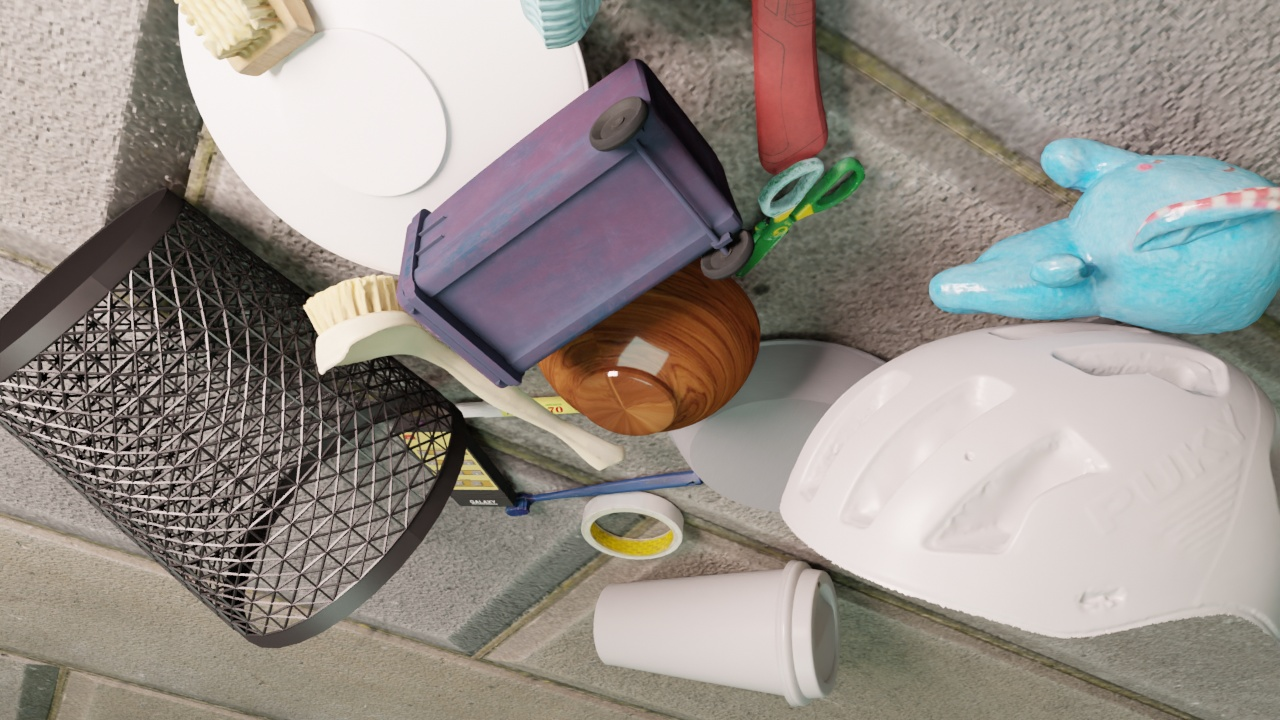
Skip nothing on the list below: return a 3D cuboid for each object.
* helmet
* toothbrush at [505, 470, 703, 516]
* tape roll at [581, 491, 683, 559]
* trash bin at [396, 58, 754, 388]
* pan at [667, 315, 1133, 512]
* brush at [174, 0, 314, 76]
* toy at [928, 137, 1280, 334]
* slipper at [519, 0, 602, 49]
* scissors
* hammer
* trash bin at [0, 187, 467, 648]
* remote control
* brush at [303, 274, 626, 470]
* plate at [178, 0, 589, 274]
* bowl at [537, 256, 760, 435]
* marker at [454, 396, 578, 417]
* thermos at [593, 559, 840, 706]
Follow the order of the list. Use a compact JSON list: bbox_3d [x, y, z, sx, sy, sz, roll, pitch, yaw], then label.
[{"bbox_3d":[0.222,0.072,0.534,0.282,0.224,0.184,-10,96,-2],"label":"helmet"},{"bbox_3d":[-0.035,0.118,0.812,0.190,0.017,0.016,-11,137,19],"label":"toothbrush"},{"bbox_3d":[-0.007,0.153,0.847,0.094,0.019,0.094,4,140,3],"label":"tape roll"},{"bbox_3d":[-0.040,-0.064,0.464,0.161,0.092,0.094,-32,127,19],"label":"trash bin"},{"bbox_3d":[0.181,0.034,0.670,0.358,0.050,0.201,-20,133,31],"label":"pan"},{"bbox_3d":[-0.207,-0.194,0.430,0.049,0.039,0.117,-21,110,28],"label":"brush"},{"bbox_3d":[0.250,-0.066,0.500,0.181,0.115,0.183,-7,176,18],"label":"toy"},{"bbox_3d":[-0.032,-0.214,0.316,0.069,0.115,0.277,24,162,0],"label":"slipper"},{"bbox_3d":[0.077,-0.081,0.550,0.071,0.014,0.131,-6,156,-36],"label":"scissors"},{"bbox_3d":[0.062,-0.214,0.402,0.126,0.036,0.316,2,140,9],"label":"hammer"},{"bbox_3d":[-0.279,0.032,0.611,0.217,0.216,0.243,-21,126,28],"label":"trash bin"},{"bbox_3d":[-0.157,0.089,0.786,0.058,0.013,0.133,-3,143,19],"label":"remote control"},{"bbox_3d":[-0.105,0.020,0.628,0.062,0.077,0.272,-15,146,39],"label":"brush"},{"bbox_3d":[-0.141,-0.134,0.484,0.229,0.030,0.230,6,128,8],"label":"plate"},{"bbox_3d":[-0.003,0.003,0.560,0.147,0.068,0.147,8,141,6],"label":"bowl"},{"bbox_3d":[-0.083,0.036,0.725,0.132,0.014,0.014,-3,139,12],"label":"marker"},{"bbox_3d":[0.072,0.260,0.892,0.222,0.131,0.131,-5,139,25],"label":"thermos"}]
